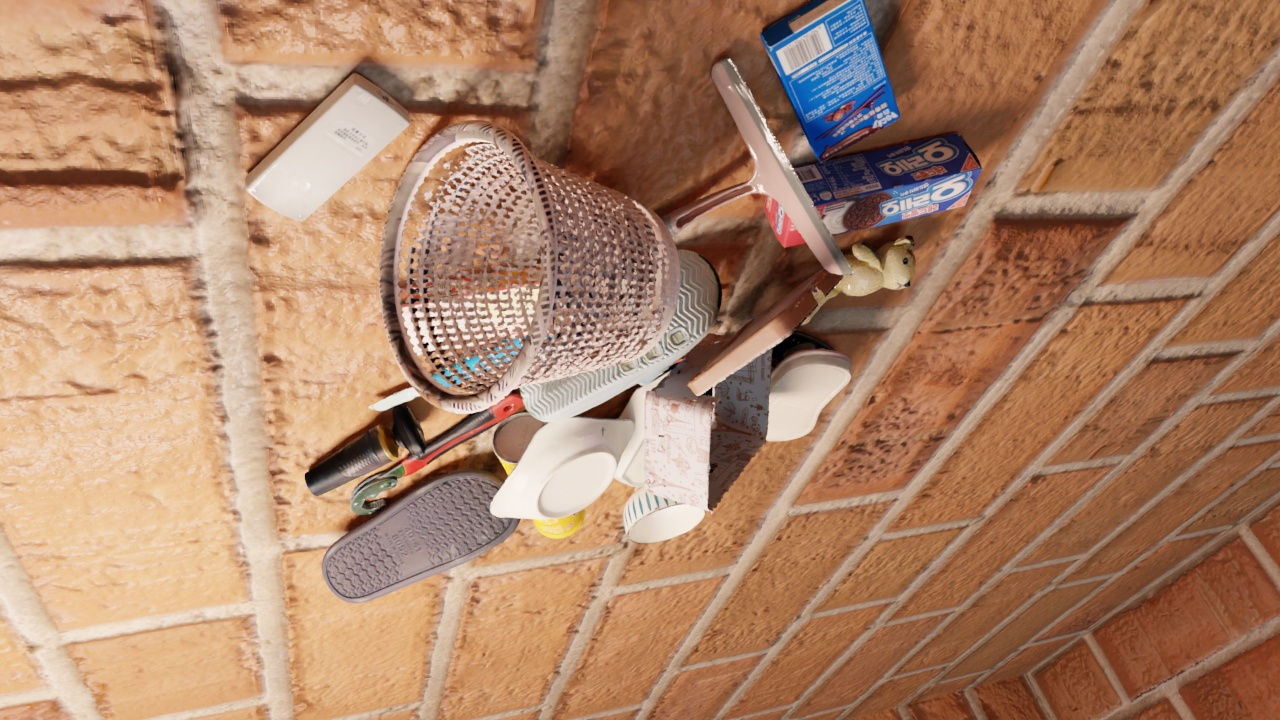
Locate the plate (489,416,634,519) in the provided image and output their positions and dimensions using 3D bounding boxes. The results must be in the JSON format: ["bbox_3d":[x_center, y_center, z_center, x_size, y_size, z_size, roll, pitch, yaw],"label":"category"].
[{"bbox_3d":[-0.082,0.135,1.079,0.164,0.034,0.164,7,124,-48],"label":"plate"}]

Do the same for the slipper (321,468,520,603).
[{"bbox_3d":[-0.272,0.213,1.156,0.268,0.110,0.083,-27,-177,8],"label":"slipper"}]

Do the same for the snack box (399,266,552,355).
[{"bbox_3d":[-0.164,-0.048,0.904,0.155,0.027,0.077,-11,143,-14],"label":"snack box"}]

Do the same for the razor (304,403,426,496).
[{"bbox_3d":[-0.309,0.107,1.026,0.168,0.062,0.067,-28,176,20],"label":"razor"}]

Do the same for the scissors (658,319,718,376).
[{"bbox_3d":[-0.008,-0.001,1.057,0.205,0.015,0.197,10,136,-37],"label":"scissors"}]

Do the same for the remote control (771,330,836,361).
[{"bbox_3d":[0.202,-0.012,1.138,0.053,0.024,0.136,-35,143,30],"label":"remote control"}]

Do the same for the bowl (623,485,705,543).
[{"bbox_3d":[0.028,0.205,1.303,0.116,0.066,0.117,-14,148,-9],"label":"bowl"}]

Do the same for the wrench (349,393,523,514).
[{"bbox_3d":[-0.246,0.112,1.086,0.274,0.016,0.056,-34,146,19],"label":"wrench"}]

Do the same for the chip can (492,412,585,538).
[{"bbox_3d":[-0.124,0.149,1.149,0.072,0.072,0.214,-19,145,-2],"label":"chip can"}]

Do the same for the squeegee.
[{"bbox_3d":[0.036,-0.131,0.877,0.250,0.040,0.248,-24,124,22],"label":"squeegee"}]

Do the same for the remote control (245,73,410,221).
[{"bbox_3d":[-0.245,-0.163,0.716,0.135,0.019,0.056,-35,143,20],"label":"remote control"}]

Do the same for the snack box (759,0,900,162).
[{"bbox_3d":[0.170,-0.248,0.804,0.085,0.026,0.157,-29,144,12],"label":"snack box"}]

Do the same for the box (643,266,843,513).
[{"bbox_3d":[0.098,0.016,0.957,0.178,0.125,0.275,-40,160,-53],"label":"box"}]

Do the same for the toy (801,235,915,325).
[{"bbox_3d":[0.235,-0.086,1.019,0.157,0.066,0.105,-26,151,-4],"label":"toy"}]

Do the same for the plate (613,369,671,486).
[{"bbox_3d":[0.041,0.093,1.177,0.161,0.034,0.267,-2,144,-27],"label":"plate"}]

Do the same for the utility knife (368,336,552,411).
[{"bbox_3d":[-0.189,0.010,0.975,0.216,0.018,0.034,-24,147,3],"label":"utility knife"}]

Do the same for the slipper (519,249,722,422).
[{"bbox_3d":[-0.017,-0.015,0.957,0.246,0.104,0.074,-34,157,13],"label":"slipper"}]

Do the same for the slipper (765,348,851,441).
[{"bbox_3d":[0.187,0.039,1.149,0.114,0.054,0.275,6,156,-5],"label":"slipper"}]

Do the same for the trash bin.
[{"bbox_3d":[-0.080,-0.072,0.777,0.191,0.227,0.228,0,142,-46],"label":"trash bin"}]

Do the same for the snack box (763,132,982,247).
[{"bbox_3d":[0.231,-0.171,0.913,0.207,0.057,0.058,-14,147,-10],"label":"snack box"}]
